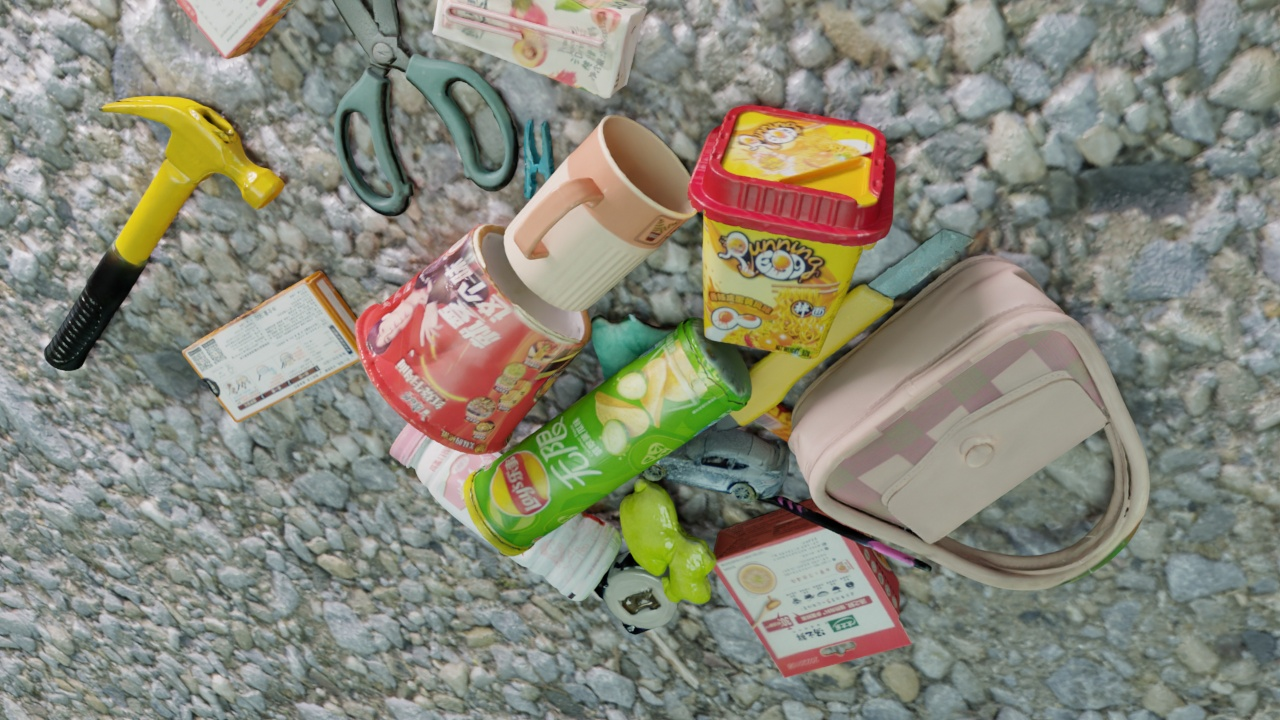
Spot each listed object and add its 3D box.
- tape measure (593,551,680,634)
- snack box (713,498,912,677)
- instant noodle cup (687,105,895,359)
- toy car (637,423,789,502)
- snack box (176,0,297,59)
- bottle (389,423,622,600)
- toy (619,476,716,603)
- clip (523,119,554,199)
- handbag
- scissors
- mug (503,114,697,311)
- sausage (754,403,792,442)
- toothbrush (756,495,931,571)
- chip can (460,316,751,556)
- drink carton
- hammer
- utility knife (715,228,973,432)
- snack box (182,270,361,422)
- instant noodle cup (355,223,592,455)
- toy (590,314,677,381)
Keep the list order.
[{"bbox_3d":[0.002,0.193,0.775,0.066,0.033,0.066,-30,108,27],"label":"tape measure"},{"bbox_3d":[0.136,0.177,0.724,0.113,0.044,0.127,-24,109,24],"label":"snack box"},{"bbox_3d":[0.088,-0.075,0.567,0.116,0.115,0.124,12,132,8],"label":"instant noodle cup"},{"bbox_3d":[0.050,0.070,0.683,0.121,0.054,0.037,8,122,12],"label":"toy car"},{"bbox_3d":[-0.241,-0.272,0.587,0.156,0.027,0.077,-30,107,27],"label":"snack box"},{"bbox_3d":[-0.112,0.116,0.745,0.197,0.068,0.068,34,121,-2],"label":"bottle"},{"bbox_3d":[0.018,0.145,0.725,0.100,0.031,0.097,26,122,37],"label":"toy"},{"bbox_3d":[-0.069,-0.136,0.625,0.047,0.014,0.057,8,119,13],"label":"clip"},{"bbox_3d":[0.235,0.067,0.612,0.234,0.093,0.194,42,113,-19],"label":"handbag"},{"bbox_3d":[-0.173,-0.172,0.629,0.171,0.019,0.177,-30,109,27],"label":"scissors"},{"bbox_3d":[-0.035,-0.089,0.584,0.106,0.114,0.081,-40,82,31],"label":"mug"},{"bbox_3d":[0.118,0.054,0.674,0.165,0.021,0.022,32,121,-4],"label":"sausage"},{"bbox_3d":[0.122,0.110,0.670,0.189,0.014,0.018,21,113,31],"label":"toothbrush"},{"bbox_3d":[-0.024,0.054,0.645,0.222,0.072,0.072,-36,104,19],"label":"chip can"},{"bbox_3d":[-0.064,-0.208,0.564,0.122,0.045,0.054,21,122,3],"label":"drink carton"},{"bbox_3d":[-0.405,-0.088,0.728,0.129,0.032,0.302,44,119,-10],"label":"hammer"},{"bbox_3d":[0.131,-0.019,0.626,0.217,0.015,0.033,-39,99,20],"label":"utility knife"},{"bbox_3d":[-0.296,-0.009,0.747,0.154,0.026,0.075,-23,109,24],"label":"snack box"},{"bbox_3d":[-0.109,-0.020,0.634,0.138,0.137,0.109,44,111,-11],"label":"instant noodle cup"},{"bbox_3d":[-0.004,0.004,0.675,0.096,0.030,0.092,-10,119,16],"label":"toy"}]
